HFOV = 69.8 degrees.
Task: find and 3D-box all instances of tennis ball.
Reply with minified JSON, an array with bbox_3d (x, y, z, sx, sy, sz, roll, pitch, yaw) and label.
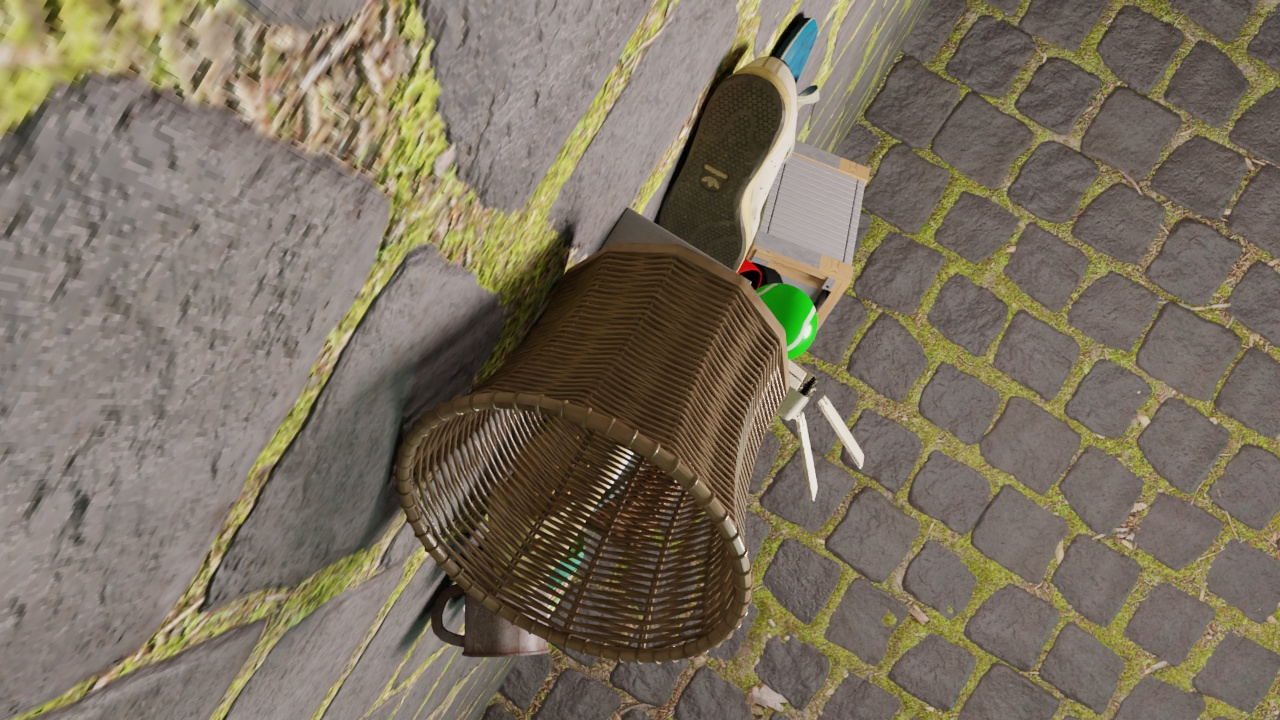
[{"bbox_3d":[0.114,-0.032,0.763,0.065,0.065,0.065,-57,173,-10],"label":"tennis ball"}]

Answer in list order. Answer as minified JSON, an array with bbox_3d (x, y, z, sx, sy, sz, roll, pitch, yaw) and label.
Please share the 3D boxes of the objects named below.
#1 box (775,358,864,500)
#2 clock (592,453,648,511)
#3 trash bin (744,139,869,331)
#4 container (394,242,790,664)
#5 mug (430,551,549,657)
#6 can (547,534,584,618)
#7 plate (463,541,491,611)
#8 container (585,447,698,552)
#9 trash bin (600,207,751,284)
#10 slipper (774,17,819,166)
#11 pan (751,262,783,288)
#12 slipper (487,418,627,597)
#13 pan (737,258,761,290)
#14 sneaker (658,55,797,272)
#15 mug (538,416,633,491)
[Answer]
[{"bbox_3d":[0.149,0.044,0.917,0.066,0.186,0.145,-33,176,17],"label":"box"},{"bbox_3d":[-0.036,0.125,1.060,0.157,0.073,0.121,-38,179,-20],"label":"clock"},{"bbox_3d":[0.233,-0.184,1.373,0.143,0.142,0.246,114,-4,-53],"label":"trash bin"},{"bbox_3d":[-0.013,0.052,0.613,0.195,0.227,0.228,-61,178,-46],"label":"container"},{"bbox_3d":[-0.157,0.254,0.962,0.096,0.123,0.110,107,-18,-71],"label":"mug"},{"bbox_3d":[-0.127,0.257,1.117,0.144,0.083,0.082,-62,172,34],"label":"can"},{"bbox_3d":[-0.164,0.218,1.113,0.188,0.016,0.189,-57,174,-10],"label":"plate"},{"bbox_3d":[-0.014,0.148,1.242,0.183,0.162,0.250,-58,175,-6],"label":"container"},{"bbox_3d":[0.016,-0.034,0.835,0.114,0.114,0.229,-57,174,-3],"label":"trash bin"},{"bbox_3d":[0.165,-0.279,1.052,0.118,0.060,0.295,-59,174,-19],"label":"slipper"},{"bbox_3d":[0.099,-0.055,1.250,0.226,0.034,0.355,-56,-160,20],"label":"pan"},{"bbox_3d":[-0.095,0.111,0.845,0.262,0.079,0.111,-55,-144,28],"label":"slipper"},{"bbox_3d":[-0.006,0.006,1.050,0.356,0.067,0.209,-39,165,-5],"label":"pan"},{"bbox_3d":[0.084,-0.178,0.853,0.242,0.089,0.102,109,6,-48],"label":"sneaker"},{"bbox_3d":[-0.053,0.090,0.936,0.068,0.094,0.115,-56,-149,2],"label":"mug"}]
